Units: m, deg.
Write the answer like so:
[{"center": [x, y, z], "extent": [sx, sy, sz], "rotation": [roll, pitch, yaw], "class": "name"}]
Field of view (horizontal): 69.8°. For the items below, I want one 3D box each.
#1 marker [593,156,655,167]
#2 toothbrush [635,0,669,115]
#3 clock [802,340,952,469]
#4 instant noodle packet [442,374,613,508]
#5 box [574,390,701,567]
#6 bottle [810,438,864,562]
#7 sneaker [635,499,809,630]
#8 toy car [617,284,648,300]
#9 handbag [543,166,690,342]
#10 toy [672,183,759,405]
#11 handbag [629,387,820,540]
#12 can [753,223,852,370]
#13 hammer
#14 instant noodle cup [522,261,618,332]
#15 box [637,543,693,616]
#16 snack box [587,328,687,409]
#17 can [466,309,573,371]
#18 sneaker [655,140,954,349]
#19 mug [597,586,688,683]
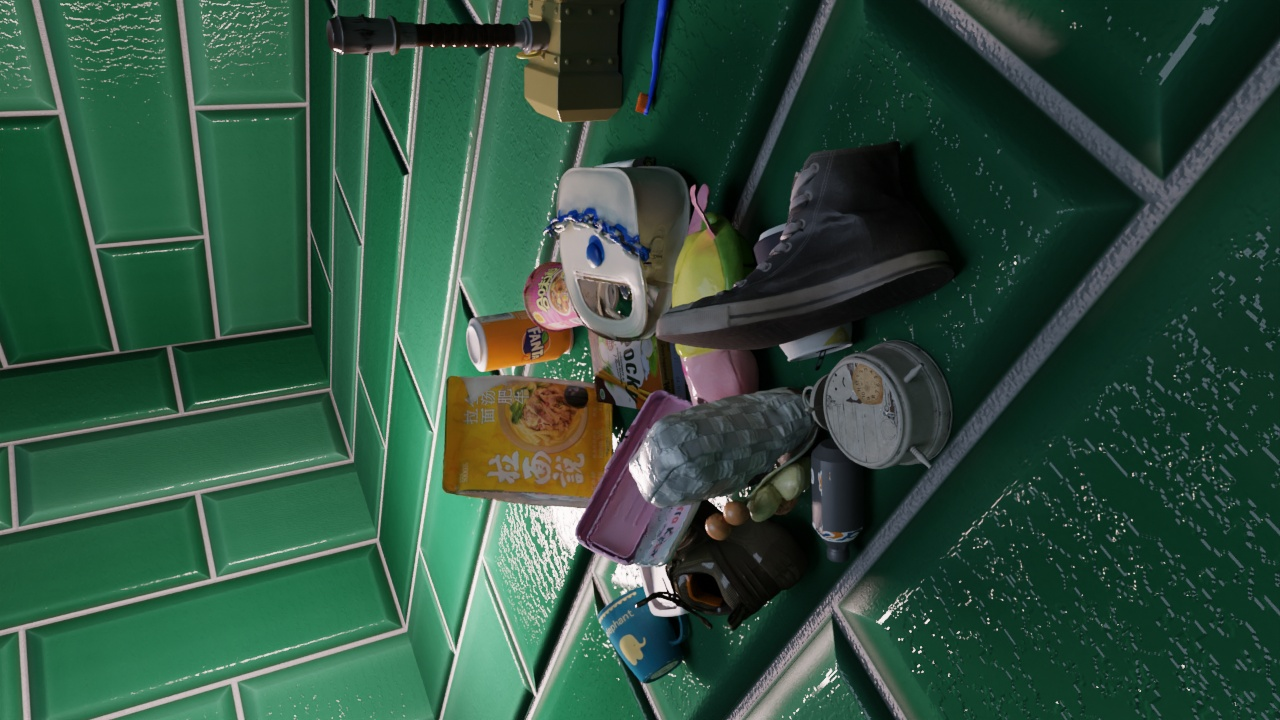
[{"center": [-0.024, -0.234, 1.116], "extent": [0.147, 0.017, 0.017], "rotation": [13, 111, 61], "class": "marker"}, {"center": [0.017, -0.354, 0.993], "extent": [0.016, 0.018, 0.183], "rotation": [-95, 13, -53], "class": "toothbrush"}, {"center": [0.183, 0.038, 0.766], "extent": [0.157, 0.061, 0.103], "rotation": [5, 103, 60], "class": "clock"}, {"center": [-0.150, 0.105, 1.217], "extent": [0.084, 0.221, 0.162], "rotation": [139, 134, -59], "class": "instant noodle packet"}, {"center": [0.028, 0.129, 0.984], "extent": [0.150, 0.201, 0.073], "rotation": [9, 149, 39], "class": "box"}, {"center": [0.177, 0.127, 0.825], "extent": [0.047, 0.047, 0.112], "rotation": [19, 116, 59], "class": "bottle"}, {"center": [0.058, 0.226, 0.966], "extent": [0.101, 0.142, 0.238], "rotation": [52, 158, -23], "class": "sneaker"}, {"center": [0.007, -0.118, 1.078], "extent": [0.106, 0.033, 0.048], "rotation": [-54, 44, 38], "class": "toy car"}, {"center": [-0.033, -0.120, 1.036], "extent": [0.201, 0.092, 0.199], "rotation": [15, 106, 57], "class": "handbag"}, {"center": [0.074, -0.056, 0.911], "extent": [0.190, 0.087, 0.238], "rotation": [-150, 52, -76], "class": "toy"}, {"center": [0.083, 0.100, 0.860], "extent": [0.123, 0.171, 0.113], "rotation": [67, 150, 23], "class": "handbag"}, {"center": [0.145, -0.055, 0.804], "extent": [0.064, 0.064, 0.127], "rotation": [-27, 75, 62], "class": "can"}, {"center": [-0.185, -0.369, 1.038], "extent": [0.101, 0.324, 0.190], "rotation": [39, 132, 52], "class": "hammer"}, {"center": [-0.086, -0.086, 1.214], "extent": [0.109, 0.097, 0.098], "rotation": [2, 101, 54], "class": "instant noodle cup"}, {"center": [0.034, 0.257, 1.115], "extent": [0.103, 0.076, 0.107], "rotation": [-33, 73, 62], "class": "box"}, {"center": [-0.007, 0.007, 1.149], "extent": [0.186, 0.031, 0.101], "rotation": [5, 104, 62], "class": "snack box"}, {"center": [-0.176, -0.033, 1.338], "extent": [0.079, 0.142, 0.079], "rotation": [31, 126, 56], "class": "can"}, {"center": [0.114, -0.083, 0.734], "extent": [0.235, 0.095, 0.119], "rotation": [-21, 72, 25], "class": "sneaker"}, {"center": [0.014, 0.351, 1.193], "extent": [0.112, 0.084, 0.104], "rotation": [-46, 61, 24], "class": "mug"}]
